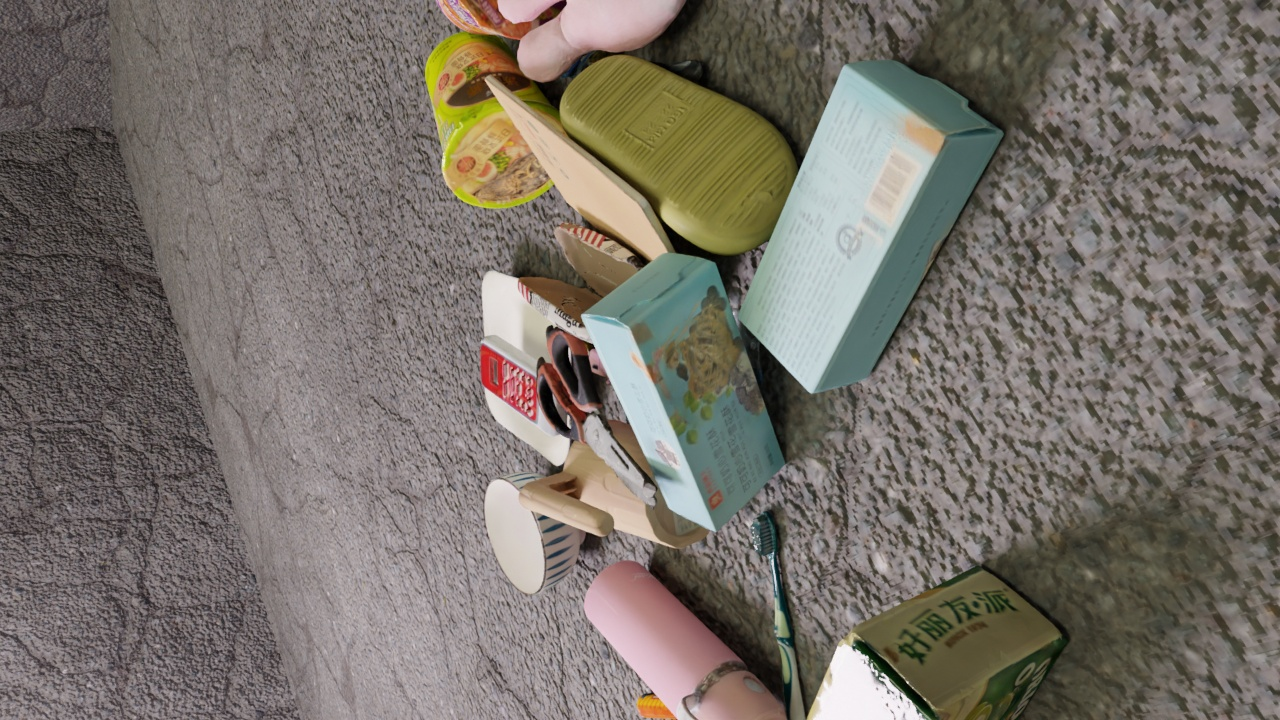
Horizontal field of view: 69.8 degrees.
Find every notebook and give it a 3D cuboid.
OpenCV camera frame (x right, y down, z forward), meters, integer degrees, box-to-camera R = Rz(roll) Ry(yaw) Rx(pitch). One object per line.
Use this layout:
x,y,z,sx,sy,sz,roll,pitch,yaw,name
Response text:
-0.030,-0.115,0.668,0.207,0.008,0.148,45,174,38,notebook

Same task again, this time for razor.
-0.003,-0.212,0.664,0.143,0.022,0.042,25,77,45,razor

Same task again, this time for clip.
0.072,-0.009,0.631,0.026,0.038,0.058,18,117,54,clip

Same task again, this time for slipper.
0.027,-0.132,0.609,0.190,0.091,0.081,42,174,27,slipper

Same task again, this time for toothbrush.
0.101,0.202,0.661,0.016,0.018,0.191,0,101,56,toothbrush

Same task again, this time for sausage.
0.039,0.293,0.778,0.166,0.021,0.021,-31,76,54,sausage

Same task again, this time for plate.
-0.097,0.002,0.860,0.164,0.034,0.164,27,123,47,plate

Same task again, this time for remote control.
-0.108,0.021,0.833,0.136,0.020,0.056,30,123,47,remote control

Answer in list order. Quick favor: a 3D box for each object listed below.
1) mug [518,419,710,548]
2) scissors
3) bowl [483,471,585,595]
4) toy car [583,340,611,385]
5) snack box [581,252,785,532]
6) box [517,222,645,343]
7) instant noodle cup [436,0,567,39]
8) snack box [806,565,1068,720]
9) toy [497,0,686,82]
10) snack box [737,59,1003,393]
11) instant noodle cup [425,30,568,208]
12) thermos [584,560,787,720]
-0.013,0.097,0.695,0.104,0.124,0.084,8,107,52,mug
-0.034,0.034,0.675,0.209,0.015,0.185,-26,67,61,scissors
-0.095,0.160,0.885,0.116,0.066,0.116,25,122,48,bowl
-0.004,0.004,0.710,0.122,0.056,0.037,17,108,52,toy car
0.032,0.022,0.592,0.052,0.074,0.175,18,140,48,snack box
-0.044,-0.047,0.714,0.163,0.087,0.076,33,158,52,box
-0.113,-0.305,0.719,0.099,0.111,0.112,24,121,59,instant noodle cup
0.142,0.236,0.528,0.063,0.114,0.241,43,134,40,snack box
-0.032,-0.265,0.631,0.160,0.054,0.121,-21,84,33,toy
0.120,-0.069,0.509,0.074,0.051,0.175,51,138,34,snack box
-0.129,-0.211,0.776,0.123,0.111,0.112,63,144,31,instant noodle cup
0.025,0.233,0.712,0.199,0.087,0.067,35,105,50,thermos
